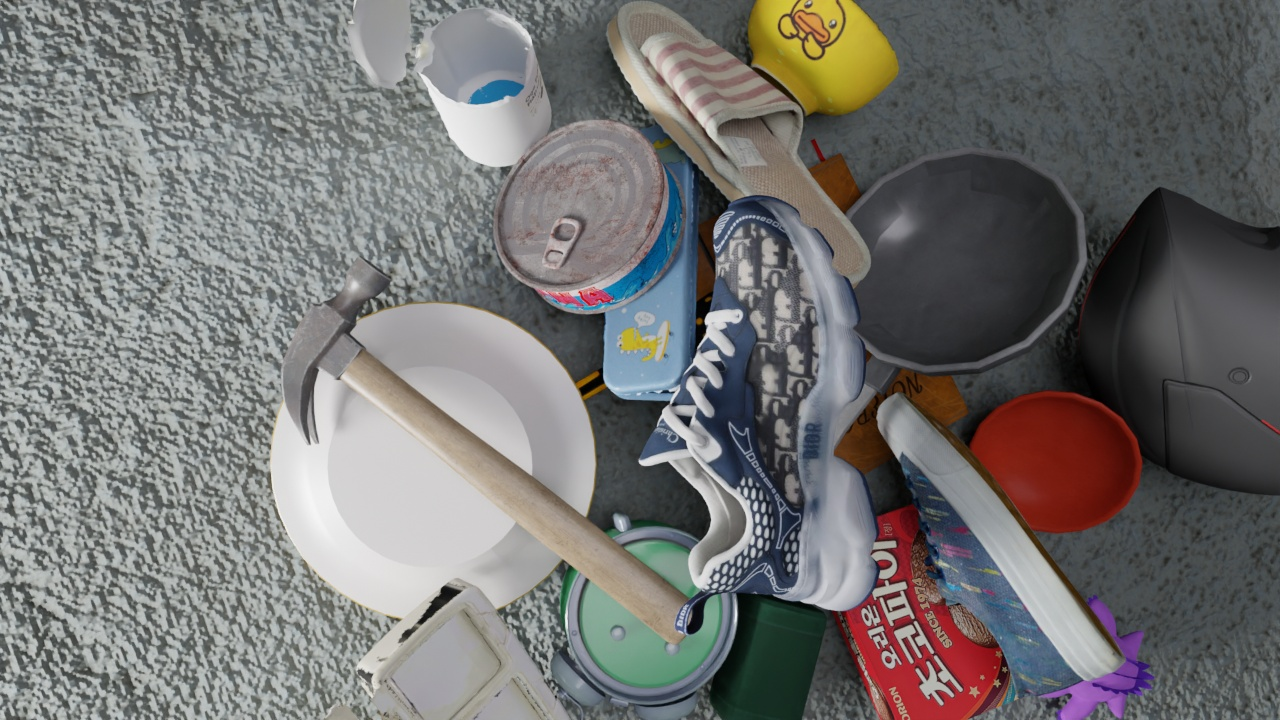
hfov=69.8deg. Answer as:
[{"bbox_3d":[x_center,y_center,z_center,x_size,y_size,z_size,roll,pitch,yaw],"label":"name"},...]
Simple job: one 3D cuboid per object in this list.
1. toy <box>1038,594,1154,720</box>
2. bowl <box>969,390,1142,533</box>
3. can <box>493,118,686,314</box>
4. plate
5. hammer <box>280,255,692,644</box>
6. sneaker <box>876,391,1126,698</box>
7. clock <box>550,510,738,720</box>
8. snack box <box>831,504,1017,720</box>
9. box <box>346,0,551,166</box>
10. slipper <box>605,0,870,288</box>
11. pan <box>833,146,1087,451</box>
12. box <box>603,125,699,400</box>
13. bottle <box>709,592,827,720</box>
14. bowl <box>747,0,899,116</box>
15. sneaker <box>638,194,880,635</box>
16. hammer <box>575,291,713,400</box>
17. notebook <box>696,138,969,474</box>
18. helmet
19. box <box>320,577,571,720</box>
[{"bbox_3d":[0.360,0.242,0.733,0.088,0.056,0.106,17,86,-14],"label":"toy"},{"bbox_3d":[0.324,0.074,0.722,0.122,0.035,0.122,8,114,19],"label":"bowl"},{"bbox_3d":[-0.036,-0.100,0.641,0.130,0.044,0.129,-9,68,22],"label":"can"},{"bbox_3d":[-0.145,0.073,0.644,0.230,0.021,0.230,0,93,-3],"label":"plate"},{"bbox_3d":[-0.097,0.076,0.615,0.331,0.031,0.119,38,89,0],"label":"hammer"},{"bbox_3d":[0.237,0.131,0.664,0.079,0.087,0.235,-40,64,17],"label":"sneaker"},{"bbox_3d":[-0.001,0.197,0.657,0.122,0.075,0.161,18,84,-9],"label":"clock"},{"bbox_3d":[0.219,0.188,0.687,0.132,0.036,0.152,-17,66,-11],"label":"snack box"},{"bbox_3d":[-0.121,-0.192,0.610,0.112,0.162,0.084,13,79,2],"label":"box"},{"bbox_3d":[0.076,-0.159,0.650,0.114,0.052,0.263,-29,80,-46],"label":"slipper"},{"bbox_3d":[0.177,0.005,0.665,0.179,0.041,0.357,34,88,36],"label":"pan"},{"bbox_3d":[0.007,-0.076,0.649,0.066,0.049,0.209,0,68,7],"label":"box"},{"bbox_3d":[0.089,0.240,0.680,0.061,0.061,0.131,17,85,-12],"label":"bottle"},{"bbox_3d":[0.125,-0.225,0.679,0.117,0.117,0.068,40,96,-7],"label":"bowl"},{"bbox_3d":[0.060,0.032,0.574,0.132,0.103,0.269,-7,90,-19],"label":"sneaker"},{"bbox_3d":[-0.004,0.004,0.674,0.320,0.036,0.123,-29,93,-3],"label":"hammer"},{"bbox_3d":[0.130,-0.028,0.721,0.178,0.014,0.249,-28,93,-10],"label":"notebook"},{"bbox_3d":[0.431,-0.006,0.698,0.170,0.163,0.265,-16,103,31],"label":"helmet"},{"bbox_3d":[-0.120,0.249,0.590,0.145,0.096,0.185,58,38,-20],"label":"box"}]
